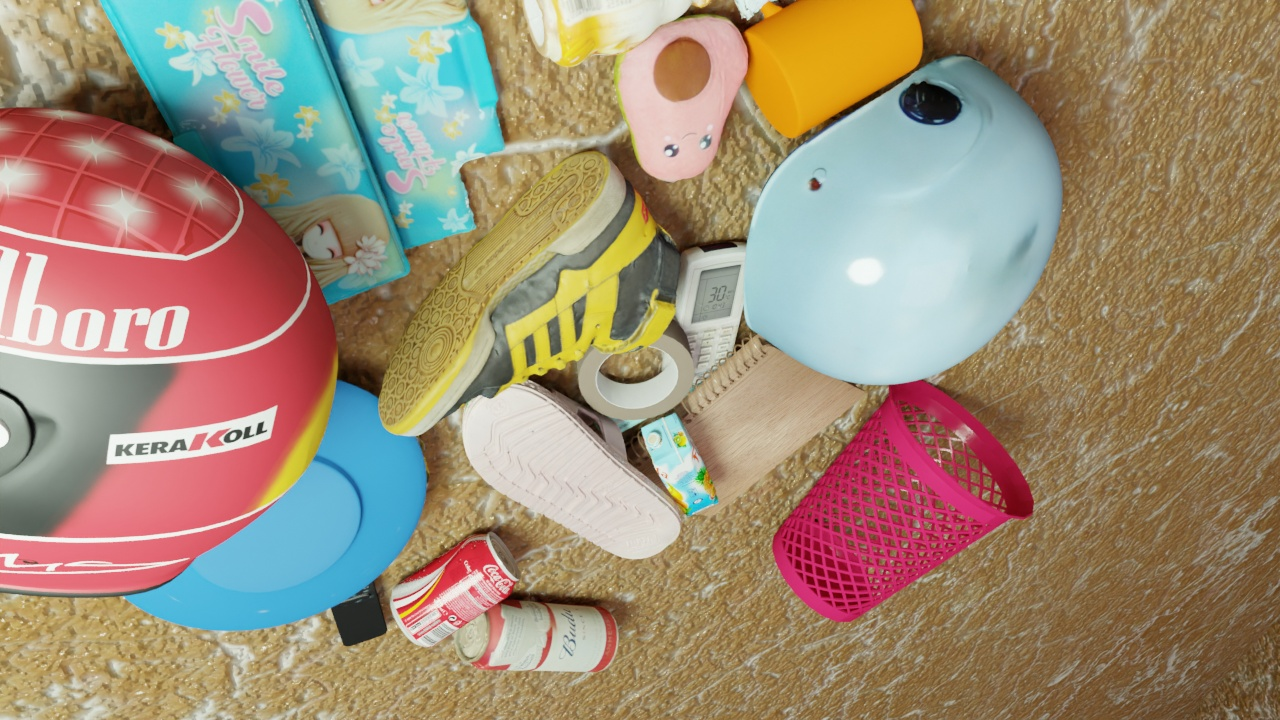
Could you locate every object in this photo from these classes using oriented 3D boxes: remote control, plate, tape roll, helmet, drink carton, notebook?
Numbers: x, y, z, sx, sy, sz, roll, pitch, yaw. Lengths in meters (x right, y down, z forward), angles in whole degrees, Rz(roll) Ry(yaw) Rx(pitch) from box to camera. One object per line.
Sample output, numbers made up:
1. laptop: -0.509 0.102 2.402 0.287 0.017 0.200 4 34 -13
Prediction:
1. remote control: 0.054 -0.037 0.763 0.060 0.025 0.139 -11 133 -23
2. plate: -0.259 0.111 0.647 0.224 0.024 0.225 -14 125 -22
3. tape roll: -0.004 0.004 0.743 0.093 0.030 0.094 -4 130 -5
4. remote control: -0.252 0.195 0.795 0.041 0.020 0.152 -15 133 -18
5. helmet: 0.207 -0.089 0.675 0.265 0.167 0.226 -42 154 -14
6. drink carton: 0.036 0.093 0.801 0.038 0.044 0.129 -25 145 2
7. helmet: -0.291 -0.010 0.454 0.270 0.197 0.225 13 125 -19
8. notebook: 0.082 0.066 0.850 0.169 0.022 0.211 21 125 -43

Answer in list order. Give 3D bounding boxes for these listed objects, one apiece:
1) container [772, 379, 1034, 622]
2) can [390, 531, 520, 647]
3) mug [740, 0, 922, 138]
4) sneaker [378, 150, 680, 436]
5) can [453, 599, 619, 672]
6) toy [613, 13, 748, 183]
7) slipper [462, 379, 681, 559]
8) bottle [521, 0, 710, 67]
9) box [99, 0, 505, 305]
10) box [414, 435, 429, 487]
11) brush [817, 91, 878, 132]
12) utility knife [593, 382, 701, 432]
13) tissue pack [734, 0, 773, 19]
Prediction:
1. container: 0.258 0.160 0.966 0.183 0.183 0.226 14 127 -38
2. can: -0.165 0.203 0.820 0.105 0.064 0.064 -34 137 0
3. mug: 0.118 -0.222 0.610 0.096 0.077 0.112 -30 109 -4
4. sneaker: -0.071 -0.025 0.653 0.239 0.086 0.122 -46 132 8
5. can: -0.100 0.277 0.922 0.170 0.067 0.067 18 117 -40
6. toy: 0.027 -0.171 0.609 0.090 0.051 0.110 -18 136 -15
7. slipper: -0.057 0.087 0.779 0.094 0.064 0.239 -36 124 17
8. bottle: -0.012 -0.214 0.539 0.108 0.063 0.063 -20 135 -14
9. box: -0.171 -0.144 0.533 0.181 0.039 0.227 -23 136 -12
10. box: -0.266 0.092 0.689 0.209 0.044 0.066 -4 142 -28
11. brush: 0.163 -0.154 0.729 0.048 0.017 0.126 -22 136 -12
12. utility knife: 0.015 0.035 0.815 0.120 0.015 0.022 -27 104 -9
13. tissue pack: 0.103 -0.273 0.540 0.144 0.061 0.093 -29 117 -3
